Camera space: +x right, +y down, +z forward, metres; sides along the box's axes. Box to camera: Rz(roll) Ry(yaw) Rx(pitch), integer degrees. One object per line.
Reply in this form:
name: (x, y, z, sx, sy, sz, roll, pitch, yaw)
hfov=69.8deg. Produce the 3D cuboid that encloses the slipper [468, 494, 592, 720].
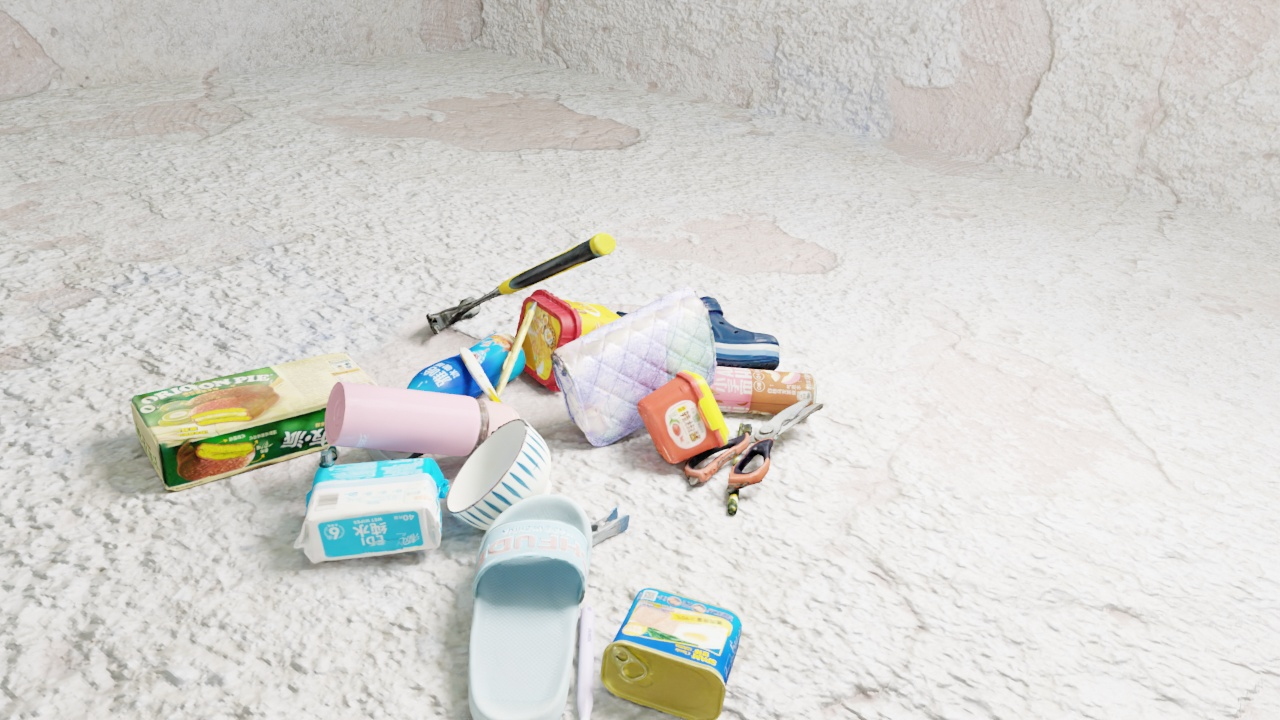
slipper: (-0.096, 0.199, 0.778, 0.104, 0.074, 0.244, 4, 37, -3)

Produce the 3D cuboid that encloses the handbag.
handbag: (-0.007, 0.006, 1.092, 0.193, 0.134, 0.075, -27, 41, -20)

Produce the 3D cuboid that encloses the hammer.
hammer: (-0.168, -0.101, 1.232, 0.324, 0.032, 0.125, -19, 9, 36)

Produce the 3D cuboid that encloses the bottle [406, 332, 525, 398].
bottle: (-0.228, 0.028, 1.119, 0.065, 0.065, 0.218, 20, 30, 25)

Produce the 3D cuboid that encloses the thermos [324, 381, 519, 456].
thermos: (-0.229, 0.070, 0.971, 0.198, 0.087, 0.067, 9, 54, -36)

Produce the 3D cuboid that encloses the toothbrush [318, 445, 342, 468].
toothbrush: (-0.316, 0.094, 0.936, 0.016, 0.018, 0.192, -3, 0, -16)

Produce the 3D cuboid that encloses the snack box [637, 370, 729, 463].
snack box: (0.047, 0.067, 1.055, 0.080, 0.091, 0.082, -27, 11, -7)

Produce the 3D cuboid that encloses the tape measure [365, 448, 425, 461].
tape measure: (-0.269, 0.080, 1.004, 0.065, 0.066, 0.034, -19, 3, -43)

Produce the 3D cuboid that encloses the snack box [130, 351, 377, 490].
snack box: (-0.420, 0.060, 1.020, 0.239, 0.063, 0.114, -16, 34, -36)

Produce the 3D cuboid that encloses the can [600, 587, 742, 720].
can: (0.029, 0.241, 0.763, 0.102, 0.057, 0.083, 13, 25, 14)

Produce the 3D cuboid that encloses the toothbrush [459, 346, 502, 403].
toothbrush: (-0.169, 0.053, 1.068, 0.016, 0.018, 0.191, -9, 50, -40)

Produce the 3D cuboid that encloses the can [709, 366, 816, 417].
can: (0.148, 0.040, 1.178, 0.147, 0.058, 0.057, 4, 27, -3)

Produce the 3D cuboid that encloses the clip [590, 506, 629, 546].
clip: (-0.037, 0.170, 0.925, 0.058, 0.026, 0.041, -20, 44, -40)

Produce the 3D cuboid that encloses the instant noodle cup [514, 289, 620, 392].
instant noodle cup: (-0.087, -0.028, 1.219, 0.123, 0.116, 0.116, -3, 26, -41)

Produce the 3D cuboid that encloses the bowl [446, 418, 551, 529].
bowl: (-0.133, 0.124, 0.925, 0.066, 0.117, 0.116, 43, 17, -22)

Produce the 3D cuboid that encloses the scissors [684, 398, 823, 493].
scissors: (0.148, 0.096, 1.069, 0.205, 0.015, 0.197, -11, 23, -1)

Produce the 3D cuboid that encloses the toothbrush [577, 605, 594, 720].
toothbrush: (-0.044, 0.263, 0.743, 0.029, 0.021, 0.189, 17, 23, -11)

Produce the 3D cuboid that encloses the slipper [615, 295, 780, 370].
slipper: (0.079, -0.041, 1.260, 0.253, 0.095, 0.105, 12, 0, 27)

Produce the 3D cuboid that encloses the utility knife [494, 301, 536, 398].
utility knife: (-0.162, 0.010, 1.128, 0.021, 0.031, 0.197, 20, 58, -12)

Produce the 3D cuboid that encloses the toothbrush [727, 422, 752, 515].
toothbrush: (0.116, 0.121, 1.061, 0.017, 0.012, 0.185, -3, 25, 12)

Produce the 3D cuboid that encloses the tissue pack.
tissue pack: (-0.256, 0.144, 0.883, 0.140, 0.063, 0.090, -5, 29, -8)
